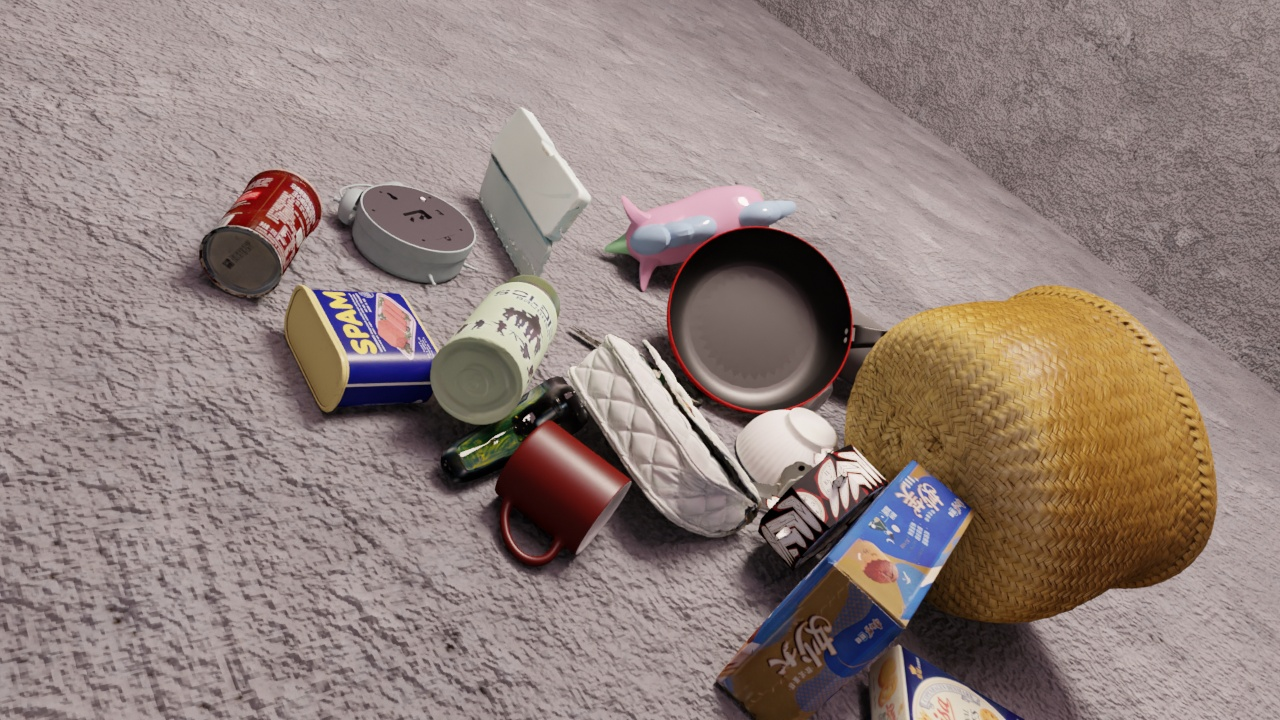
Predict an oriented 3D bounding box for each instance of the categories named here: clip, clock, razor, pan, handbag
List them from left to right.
[{"bbox_3d":[-0.248,-0.141,0.965,0.159,0.045,0.122,37,31,13],"label":"clock"},{"bbox_3d":[-0.103,0.058,0.771,0.151,0.067,0.054,-27,81,-50],"label":"razor"},{"bbox_3d":[0.026,0.065,0.839,0.194,0.072,0.138,54,12,33],"label":"handbag"},{"bbox_3d":[0.149,0.124,0.902,0.101,0.058,0.050,21,18,-17],"label":"clip"},{"bbox_3d":[0.161,0.127,0.830,0.065,0.115,0.154,48,9,21],"label":"clock"},{"bbox_3d":[0.203,-0.033,1.030,0.356,0.208,0.067,9,-11,-7],"label":"pan"}]

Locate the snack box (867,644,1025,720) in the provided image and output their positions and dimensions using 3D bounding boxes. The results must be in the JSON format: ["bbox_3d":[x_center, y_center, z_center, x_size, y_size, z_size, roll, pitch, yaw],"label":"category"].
[{"bbox_3d":[0.247,0.314,0.700,0.145,0.043,0.144,32,30,-8],"label":"snack box"}]

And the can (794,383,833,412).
[{"bbox_3d":[0.176,0.018,1.084,0.096,0.054,0.053,44,33,23],"label":"can"}]

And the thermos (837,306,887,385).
[{"bbox_3d":[0.269,-0.015,1.148,0.240,0.082,0.082,29,29,-20],"label":"thermos"}]

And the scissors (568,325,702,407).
[{"bbox_3d":[-0.009,0.012,0.969,0.171,0.013,0.121,22,29,-19],"label":"scissors"}]

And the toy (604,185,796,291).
[{"bbox_3d":[0.079,-0.170,1.169,0.223,0.120,0.170,-9,10,24],"label":"toy"}]

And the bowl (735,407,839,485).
[{"bbox_3d":[0.165,0.091,0.954,0.118,0.062,0.118,22,31,-14],"label":"bowl"}]

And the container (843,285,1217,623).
[{"bbox_3d":[0.334,0.085,0.863,0.196,0.308,0.306,-6,43,-21],"label":"container"}]

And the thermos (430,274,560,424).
[{"bbox_3d":[-0.120,-0.017,0.832,0.082,0.082,0.231,27,18,-5],"label":"thermos"}]

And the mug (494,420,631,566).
[{"bbox_3d":[-0.071,0.111,0.724,0.082,0.073,0.105,36,60,10],"label":"mug"}]

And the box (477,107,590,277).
[{"bbox_3d":[-0.131,-0.188,1.044,0.040,0.135,0.197,17,31,-41],"label":"box"}]

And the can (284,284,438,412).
[{"bbox_3d":[-0.232,-0.011,0.772,0.092,0.057,0.116,-1,42,-44],"label":"can"}]

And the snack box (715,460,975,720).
[{"bbox_3d":[0.166,0.183,0.724,0.069,0.155,0.202,43,32,16],"label":"snack box"}]

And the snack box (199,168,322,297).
[{"bbox_3d":[-0.337,-0.115,0.822,0.072,0.072,0.121,21,32,-15],"label":"snack box"}]
